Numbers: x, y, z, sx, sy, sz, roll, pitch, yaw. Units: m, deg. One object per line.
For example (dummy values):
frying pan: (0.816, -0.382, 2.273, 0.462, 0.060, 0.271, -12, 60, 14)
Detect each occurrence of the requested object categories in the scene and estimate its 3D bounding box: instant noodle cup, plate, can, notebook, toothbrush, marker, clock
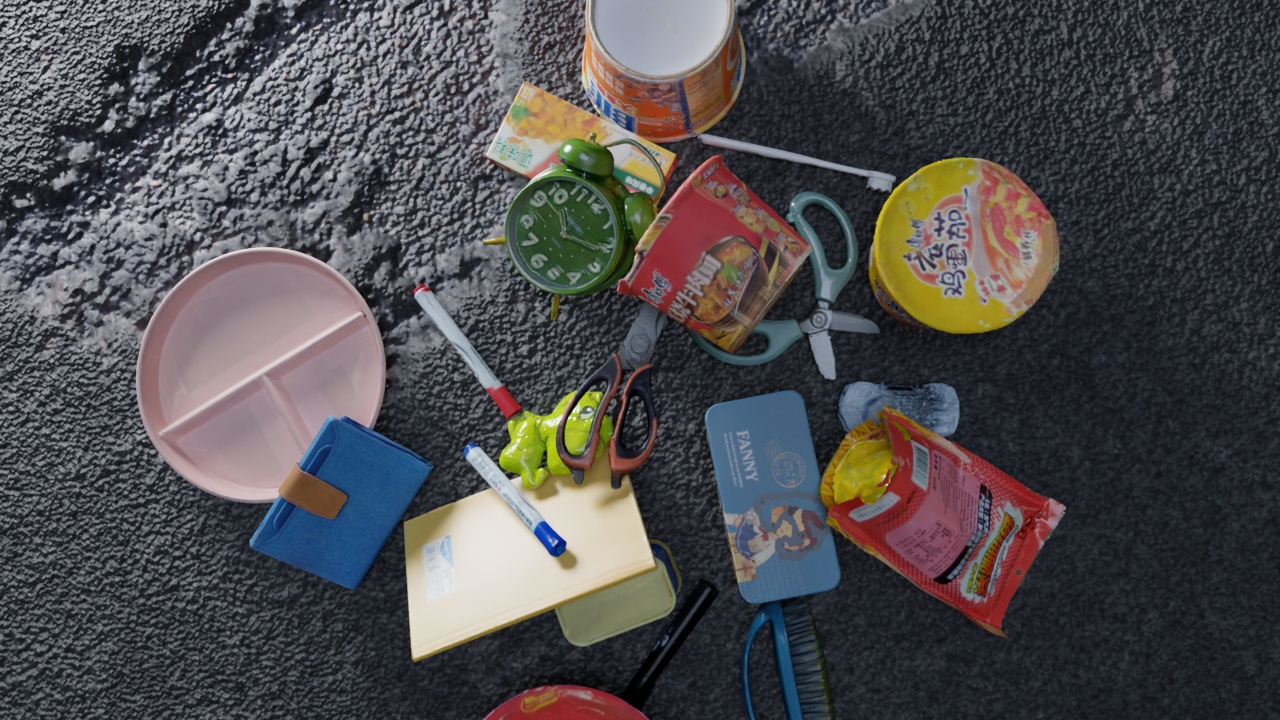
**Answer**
instant noodle cup: (0.018, -0.277, 0.787, 0.151, 0.111, 0.151, 0, 85, 3)
plate: (-0.339, 0.013, 0.829, 0.229, 0.028, 0.229, 0, 87, 4)
can: (-0.018, 0.194, 0.769, 0.102, 0.083, 0.057, -22, 85, 1)
notebook: (-0.099, 0.152, 0.766, 0.206, 0.010, 0.145, -22, 42, 1)
toothbrush: (0.138, -0.177, 0.822, 0.180, 0.016, 0.016, 14, 92, 4)
marker: (0.024, 0.249, 0.795, 0.022, 0.020, 0.132, 35, 89, -12)
marker: (-0.157, -0.009, 0.826, 0.017, 0.017, 0.145, -38, 85, 0)
instant noodle cup: (-0.058, 0.362, 0.768, 0.194, 0.066, 0.193, 0, 85, 4)
marker: (-0.109, 0.115, 0.777, 0.017, 0.017, 0.146, -50, 52, -1)
clock: (-0.048, -0.121, 0.785, 0.161, 0.056, 0.116, -42, 93, 18)
instant noodle cup: (0.253, -0.084, 0.760, 0.138, 0.110, 0.138, 0, 85, 4)
instant noodle cup: (0.066, -0.081, 0.748, 0.108, 0.138, 0.138, 37, 88, 6)

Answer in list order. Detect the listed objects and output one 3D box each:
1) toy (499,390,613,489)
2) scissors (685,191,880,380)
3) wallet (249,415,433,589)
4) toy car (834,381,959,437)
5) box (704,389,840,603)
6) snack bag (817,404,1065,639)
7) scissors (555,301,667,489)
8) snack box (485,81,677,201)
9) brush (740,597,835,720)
toy: (-0.071, 0.069, 0.803, 0.100, 0.031, 0.096, 4, 65, 17)
scissors: (0.123, -0.065, 0.813, 0.170, 0.019, 0.174, -5, 86, 2)
wallet: (-0.257, 0.123, 0.794, 0.106, 0.040, 0.133, 33, 89, -26)
toy car: (0.222, 0.042, 0.793, 0.105, 0.031, 0.049, 0, 85, 4)
box: (0.109, 0.108, 0.779, 0.090, 0.063, 0.184, -14, 87, 1)
snack bag: (0.250, 0.130, 0.751, 0.207, 0.073, 0.128, 31, 81, -19)
scissors: (0.007, 0.006, 0.793, 0.209, 0.015, 0.182, -28, 79, -13)
snack box: (-0.053, -0.182, 0.827, 0.156, 0.027, 0.077, 27, 90, 5)
brush: (0.121, 0.274, 0.769, 0.073, 0.055, 0.144, -11, 86, 2)
